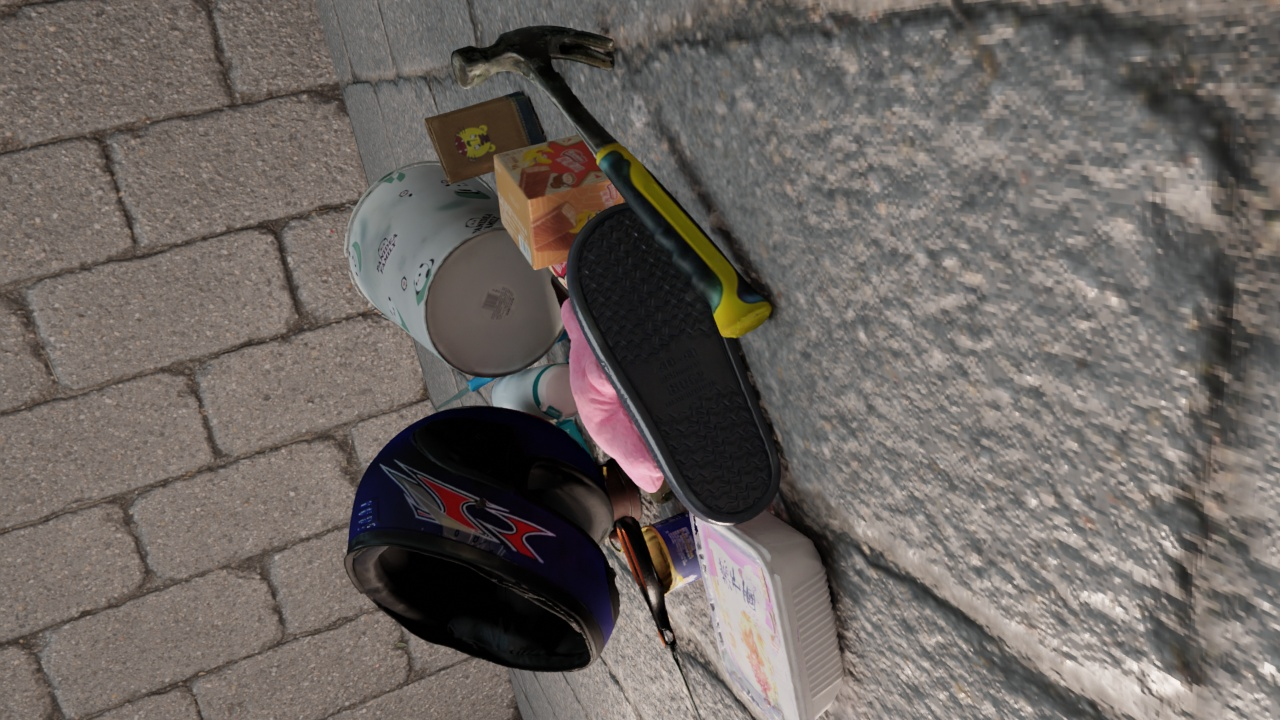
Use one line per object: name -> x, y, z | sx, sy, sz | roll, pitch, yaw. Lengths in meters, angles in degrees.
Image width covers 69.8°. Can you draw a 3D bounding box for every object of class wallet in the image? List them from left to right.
wallet -> -0.170, -0.246, 1.008 | 0.033, 0.115, 0.090 | 104, 144, -69
wallet -> -0.068, -0.040, 1.018 | 0.122, 0.020, 0.096 | -135, 29, -66

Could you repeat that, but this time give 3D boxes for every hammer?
hammer -> -0.010, -0.146, 0.695 | 0.323, 0.126, 0.032 | 52, 154, 21

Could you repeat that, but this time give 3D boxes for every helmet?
helmet -> -0.148, 0.175, 0.999 | 0.316, 0.239, 0.248 | 13, 137, 15

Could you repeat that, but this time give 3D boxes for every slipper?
slipper -> 0.018, 0.007, 0.730 | 0.268, 0.110, 0.083 | 65, 164, 9

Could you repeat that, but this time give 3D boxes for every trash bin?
trash bin -> -0.219, -0.108, 1.137 | 0.252, 0.229, 0.230 | 36, 141, 51

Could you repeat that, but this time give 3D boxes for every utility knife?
utility knife -> -0.179, 0.012, 1.162 | 0.018, 0.194, 0.034 | 60, -174, 8

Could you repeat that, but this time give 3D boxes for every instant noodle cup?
instant noodle cup -> 0.105, 0.198, 0.733 | 0.138, 0.060, 0.173 | -154, 49, -65

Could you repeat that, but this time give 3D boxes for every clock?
clock -> -0.035, 0.174, 1.110 | 0.082, 0.055, 0.122 | 24, 126, 64

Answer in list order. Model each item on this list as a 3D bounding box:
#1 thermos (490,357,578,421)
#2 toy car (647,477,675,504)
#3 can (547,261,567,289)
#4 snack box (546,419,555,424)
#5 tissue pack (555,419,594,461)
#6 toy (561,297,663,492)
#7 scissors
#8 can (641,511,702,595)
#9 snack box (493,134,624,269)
thermos -> -0.120, 0.037, 1.103 | 0.225, 0.073, 0.073 | -10, 98, 67
toy car -> 0.014, 0.112, 0.948 | 0.091, 0.035, 0.042 | 87, 158, -43
can -> -0.047, -0.081, 0.890 | 0.132, 0.053, 0.053 | 48, 151, 35
snack box -> -0.186, 0.178, 1.191 | 0.046, 0.177, 0.183 | -131, 32, -53
tissue pack -> -0.089, 0.157, 1.256 | 0.133, 0.050, 0.093 | 59, 155, 32
toy -> -0.014, 0.050, 0.829 | 0.178, 0.074, 0.195 | -119, 5, -46
scissors -> 0.023, 0.266, 0.941 | 0.143, 0.021, 0.235 | -147, 38, -72
can -> 0.030, 0.206, 0.966 | 0.074, 0.049, 0.148 | 66, 161, 16
snack box -> -0.076, -0.151, 0.861 | 0.092, 0.094, 0.077 | -126, 25, -43
